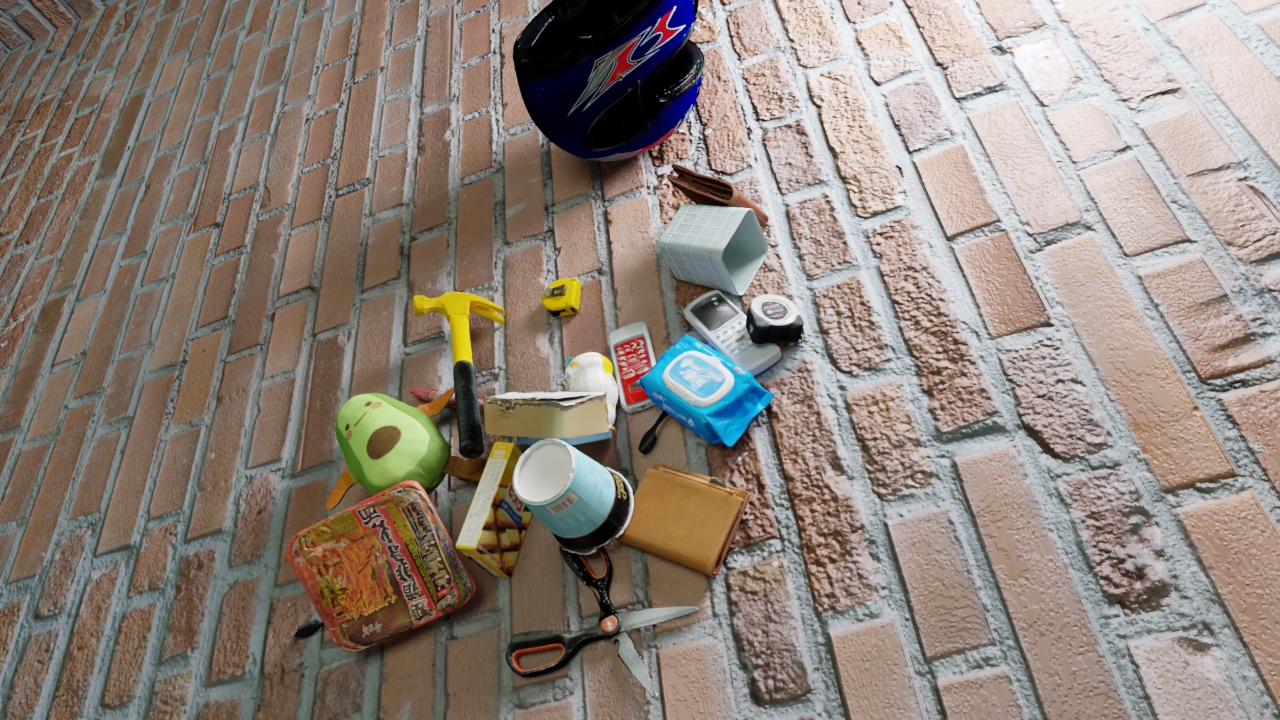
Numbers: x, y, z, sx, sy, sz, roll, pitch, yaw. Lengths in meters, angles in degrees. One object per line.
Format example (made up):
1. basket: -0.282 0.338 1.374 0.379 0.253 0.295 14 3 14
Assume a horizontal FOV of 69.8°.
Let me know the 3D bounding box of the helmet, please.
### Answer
1. helmet: -0.023 -0.438 1.386 0.316 0.240 0.246 -25 48 21

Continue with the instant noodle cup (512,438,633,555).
1. instant noodle cup: -0.082 0.146 1.034 0.111 0.120 0.111 -14 54 20

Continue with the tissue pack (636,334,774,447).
1. tissue pack: 0.077 0.034 1.110 0.157 0.052 0.094 34 69 32

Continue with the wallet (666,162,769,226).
1. wallet: 0.107 -0.226 1.269 0.124 0.101 0.032 28 91 36

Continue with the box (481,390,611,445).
1. box: -0.113 0.069 1.121 0.185 0.089 0.061 2 96 50

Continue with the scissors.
1. scissors: -0.051 0.286 1.013 0.221 0.022 0.234 -29 48 3

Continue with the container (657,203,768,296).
1. container: 0.094 -0.152 1.229 0.112 0.090 0.089 15 63 36

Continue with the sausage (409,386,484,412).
1. sausage: -0.265 0.055 1.285 0.156 0.020 0.020 8 60 30

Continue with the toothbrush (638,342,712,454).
1. toothbrush: 0.050 0.042 1.156 0.014 0.018 0.188 18 62 33

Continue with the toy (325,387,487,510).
1. toy: -0.325 0.120 1.219 0.247 0.090 0.226 33 64 34

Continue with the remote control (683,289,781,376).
1. remote control: 0.115 -0.037 1.172 0.058 0.021 0.150 -32 49 -11

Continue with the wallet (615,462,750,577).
1. wallet: 0.048 0.176 1.043 0.132 0.031 0.107 14 66 32

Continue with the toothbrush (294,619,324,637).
1. toothbrush: -0.349 0.302 1.146 0.189 0.014 0.016 -27 25 4

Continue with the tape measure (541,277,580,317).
1. tape measure: -0.114 -0.092 1.319 0.057 0.029 0.059 -10 52 19

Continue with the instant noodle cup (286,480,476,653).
1. instant noodle cup: -0.303 0.241 1.091 0.189 0.164 0.079 -25 5 5

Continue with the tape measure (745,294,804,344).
1. tape measure: 0.165 -0.051 1.142 0.065 0.034 0.066 -1 42 -9

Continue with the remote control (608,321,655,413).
1. remote control: -0.007 0.007 1.201 0.056 0.020 0.135 -21 50 11

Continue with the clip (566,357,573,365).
1. clip: -0.084 0.024 1.224 0.013 0.034 0.054 -23 60 11

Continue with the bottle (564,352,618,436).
1. bottle: -0.059 0.047 1.169 0.063 0.063 0.108 -19 64 11

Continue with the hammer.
1. hammer: -0.241 0.010 1.255 0.128 0.033 0.300 -3 46 -13

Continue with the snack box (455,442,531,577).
1. snack box: -0.166 0.179 1.103 0.034 0.087 0.140 -1 55 25
